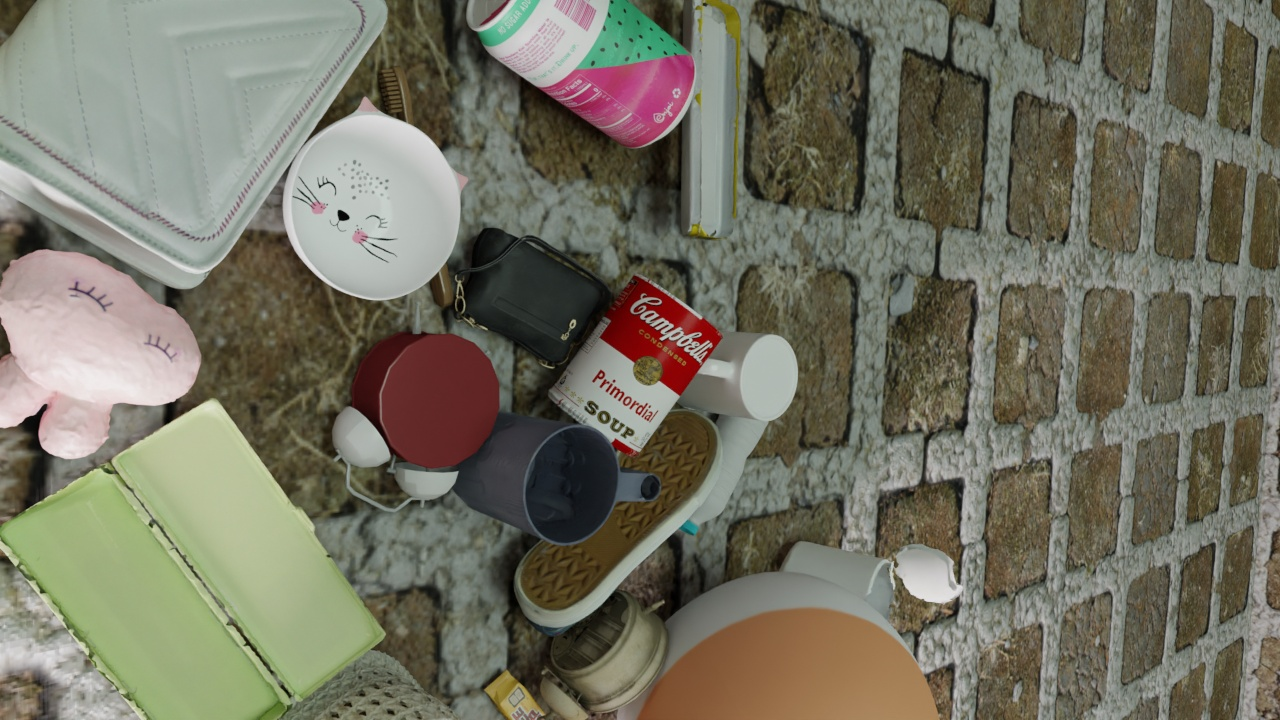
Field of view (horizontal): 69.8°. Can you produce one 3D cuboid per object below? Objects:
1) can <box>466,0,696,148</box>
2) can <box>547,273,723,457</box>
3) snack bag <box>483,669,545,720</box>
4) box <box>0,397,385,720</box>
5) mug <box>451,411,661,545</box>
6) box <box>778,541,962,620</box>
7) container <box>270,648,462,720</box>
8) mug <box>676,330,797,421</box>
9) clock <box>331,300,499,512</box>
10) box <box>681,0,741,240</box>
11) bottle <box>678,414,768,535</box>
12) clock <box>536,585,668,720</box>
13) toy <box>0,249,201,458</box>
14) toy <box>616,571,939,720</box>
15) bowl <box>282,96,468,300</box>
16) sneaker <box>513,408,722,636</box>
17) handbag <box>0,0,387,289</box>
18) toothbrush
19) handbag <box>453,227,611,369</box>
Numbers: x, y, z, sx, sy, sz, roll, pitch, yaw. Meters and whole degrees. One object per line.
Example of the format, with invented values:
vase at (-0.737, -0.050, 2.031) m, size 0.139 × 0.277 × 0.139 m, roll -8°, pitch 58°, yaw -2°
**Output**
can at (-0.039, -0.231, 0.676) m, size 0.165 × 0.088 × 0.088 m, roll 26°, pitch 78°, yaw -40°
can at (-0.004, 0.004, 0.714) m, size 0.086 × 0.087 × 0.116 m, roll 36°, pitch 90°, yaw -38°
snack bag at (-0.091, 0.288, 0.734) m, size 0.026 × 0.020 × 0.099 m, roll -43°, pitch 120°, yaw -28°
box at (-0.256, 0.133, 0.540) m, size 0.138 × 0.030 × 0.187 m, roll -39°, pitch 106°, yaw -26°
mug at (-0.064, 0.083, 0.679) m, size 0.123 × 0.104 × 0.084 m, roll 7°, pitch 90°, yaw -42°
box at (0.225, 0.224, 0.910) m, size 0.094 × 0.166 × 0.084 m, roll -32°, pitch 120°, yaw -47°
container at (-0.161, 0.321, 0.594) m, size 0.184 × 0.143 × 0.252 m, roll -45°, pitch 122°, yaw -38°
mug at (0.066, 0.009, 0.793) m, size 0.110 × 0.091 × 0.073 m, roll 11°, pitch 87°, yaw -41°
clock at (-0.154, 0.036, 0.632) m, size 0.096 × 0.048 × 0.137 m, roll 39°, pitch 70°, yaw -37°
box at (0.055, -0.208, 0.780) m, size 0.128 × 0.045 × 0.210 m, roll -15°, pitch 107°, yaw -72°
bottle at (0.072, 0.096, 0.839) m, size 0.044 × 0.044 × 0.136 m, roll 44°, pitch 66°, yaw -35°
clock at (-0.041, 0.239, 0.729) m, size 0.140 × 0.093 × 0.054 m, roll -47°, pitch 116°, yaw -20°
toy at (-0.304, 0.000, 0.499) m, size 0.108 × 0.053 × 0.105 m, roll 40°, pitch 84°, yaw -38°
toy at (0.119, 0.320, 0.745) m, size 0.263 × 0.280 × 0.266 m, roll -34°, pitch 108°, yaw 1°
bowl at (-0.179, -0.098, 0.592) m, size 0.114 × 0.051 × 0.115 m, roll -8°, pitch 103°, yaw -40°
sneaker at (-0.010, 0.136, 0.755) m, size 0.234 × 0.087 × 0.079 m, roll -45°, pitch 153°, yaw -33°
handbag at (-0.251, -0.153, 0.500) m, size 0.142 × 0.096 × 0.198 m, roll 36°, pitch 72°, yaw -23°
toothbrush at (-0.154, -0.118, 0.637) m, size 0.016 × 0.016 × 0.167 m, roll -22°, pitch 108°, yaw -38°
handbag at (-0.083, -0.045, 0.683) m, size 0.128 × 0.054 × 0.079 m, roll 28°, pitch 80°, yaw -42°
